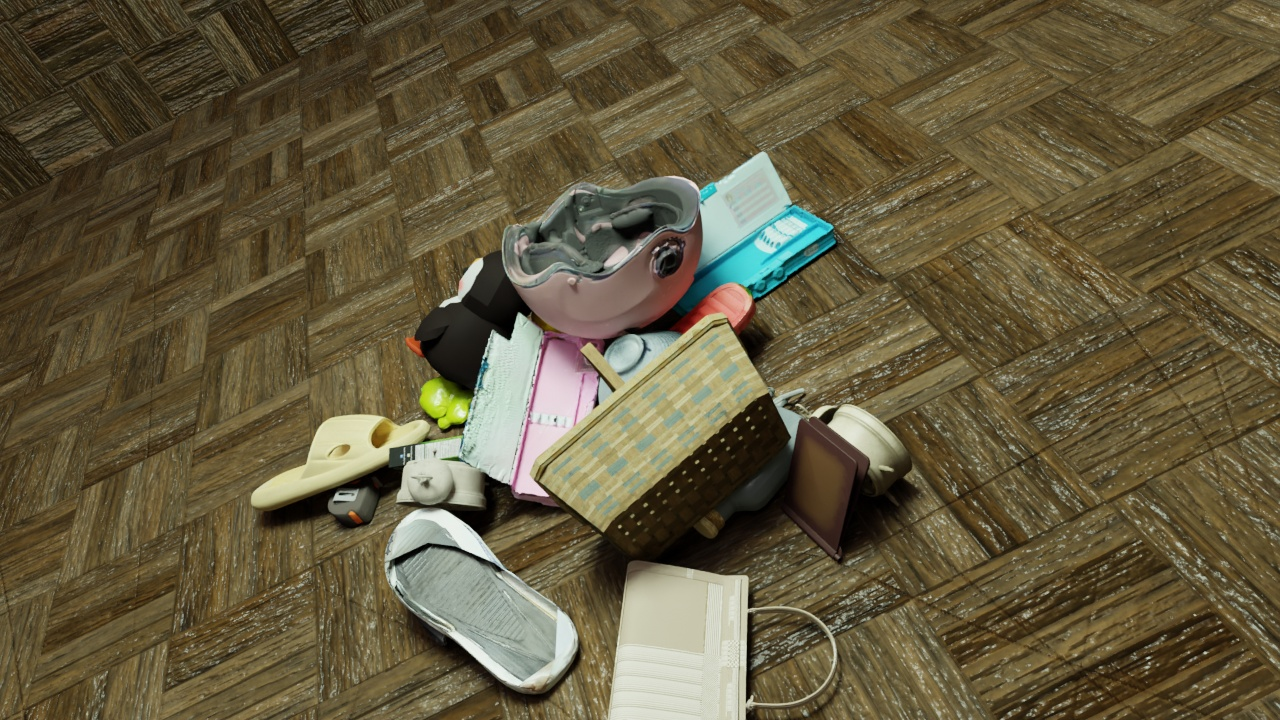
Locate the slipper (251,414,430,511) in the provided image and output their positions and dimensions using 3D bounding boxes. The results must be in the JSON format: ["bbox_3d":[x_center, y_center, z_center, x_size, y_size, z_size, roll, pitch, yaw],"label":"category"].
[{"bbox_3d":[-0.405,0.121,1.200,0.262,0.079,0.111,-23,14,11],"label":"slipper"}]

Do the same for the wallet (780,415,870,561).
[{"bbox_3d":[0.179,0.125,0.899,0.018,0.116,0.091,-9,32,-30],"label":"wallet"}]

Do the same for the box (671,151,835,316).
[{"bbox_3d":[0.127,-0.153,1.241,0.227,0.085,0.170,-35,74,-10],"label":"box"}]

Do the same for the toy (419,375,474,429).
[{"bbox_3d":[-0.264,0.053,1.259,0.094,0.036,0.094,2,54,23],"label":"toy"}]

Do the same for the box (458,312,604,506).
[{"bbox_3d":[-0.129,0.054,1.103,0.063,0.160,0.229,-46,29,50],"label":"box"}]

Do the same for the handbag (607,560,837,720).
[{"bbox_3d":[0.079,0.269,0.836,0.198,0.062,0.175,-7,43,15],"label":"handbag"}]

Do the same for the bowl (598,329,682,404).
[{"bbox_3d":[-0.006,0.006,1.080,0.137,0.057,0.136,-22,45,24],"label":"bowl"}]

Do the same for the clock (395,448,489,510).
[{"bbox_3d":[-0.232,0.138,1.059,0.103,0.157,0.061,2,76,4],"label":"clock"}]

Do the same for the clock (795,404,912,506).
[{"bbox_3d":[0.206,0.086,0.929,0.054,0.093,0.141,-43,52,-13],"label":"clock"}]

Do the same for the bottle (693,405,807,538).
[{"bbox_3d":[0.115,0.121,0.978,0.072,0.046,0.161,24,61,43],"label":"bottle"}]

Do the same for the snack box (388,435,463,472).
[{"bbox_3d":[-0.224,0.117,1.131,0.148,0.080,0.025,-11,70,18],"label":"snack box"}]

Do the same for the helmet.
[{"bbox_3d":[-0.030,-0.122,1.130,0.254,0.153,0.230,-37,34,-21],"label":"helmet"}]

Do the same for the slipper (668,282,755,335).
[{"bbox_3d":[0.052,0.012,1.118,0.248,0.059,0.103,-47,40,-3],"label":"slipper"}]

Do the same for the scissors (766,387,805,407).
[{"bbox_3d":[0.113,0.074,1.047,0.162,0.117,0.014,-45,61,28],"label":"scissors"}]

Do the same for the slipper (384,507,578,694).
[{"bbox_3d":[-0.174,0.257,0.975,0.264,0.063,0.111,28,62,30],"label":"slipper"}]

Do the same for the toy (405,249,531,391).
[{"bbox_3d":[-0.202,-0.056,1.228,0.140,0.158,0.184,44,111,32],"label":"toy"}]

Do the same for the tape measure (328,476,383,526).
[{"bbox_3d":[-0.369,0.180,1.175,0.059,0.038,0.058,-11,42,17],"label":"tape measure"}]

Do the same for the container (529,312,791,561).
[{"bbox_3d":[0.009,0.064,0.944,0.250,0.157,0.186,-40,53,-4],"label":"container"}]

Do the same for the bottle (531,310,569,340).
[{"bbox_3d":[-0.091,-0.084,1.288,0.163,0.071,0.071,-42,42,-18],"label":"bottle"}]
